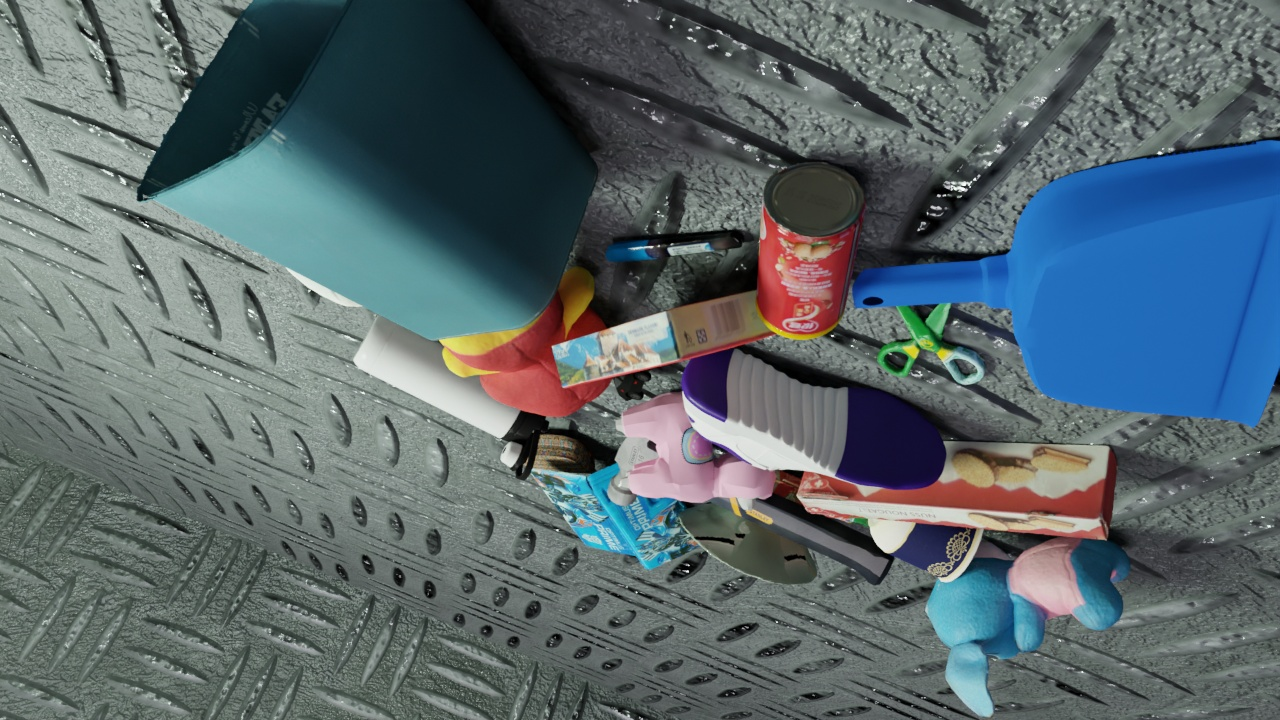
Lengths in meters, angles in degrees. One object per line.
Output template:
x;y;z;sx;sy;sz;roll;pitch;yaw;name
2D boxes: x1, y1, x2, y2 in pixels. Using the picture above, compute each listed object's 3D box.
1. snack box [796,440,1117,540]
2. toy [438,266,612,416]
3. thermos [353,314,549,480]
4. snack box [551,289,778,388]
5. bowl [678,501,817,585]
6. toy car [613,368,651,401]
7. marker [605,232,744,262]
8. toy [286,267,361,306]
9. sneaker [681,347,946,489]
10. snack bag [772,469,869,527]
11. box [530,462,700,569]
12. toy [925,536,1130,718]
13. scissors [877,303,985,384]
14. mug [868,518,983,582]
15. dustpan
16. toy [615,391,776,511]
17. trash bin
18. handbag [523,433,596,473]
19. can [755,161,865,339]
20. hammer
0.280;0.112;0.841;0.274;0.076;0.044;-1;142;37;snack box
-0.096;-0.015;0.812;0.147;0.098;0.216;-24;153;8;toy
-0.213;0.042;1.038;0.230;0.101;0.069;30;148;-17;thermos
0.028;-0.019;0.735;0.145;0.142;0.040;-15;91;48;snack box
0.137;0.187;1.071;0.174;0.068;0.174;21;-167;-5;bowl
-0.005;0.005;0.887;0.036;0.042;0.092;20;152;-1;toy car
0.026;-0.091;0.729;0.123;0.015;0.018;-1;148;32;marker
-0.263;-0.126;0.792;0.139;0.101;0.180;-1;129;16;toy
0.150;0.071;0.851;0.244;0.091;0.111;21;155;6;sneaker
0.208;0.161;1.025;0.155;0.044;0.087;19;166;-8;snack bag
-0.026;0.202;1.178;0.175;0.060;0.244;-10;144;12;box
0.370;0.236;0.890;0.192;0.223;0.099;-28;99;33;toy
0.234;-0.015;0.717;0.108;0.012;0.132;17;153;8;scissors
0.279;0.167;0.934;0.089;0.085;0.112;25;164;-1;mug
0.271;-0.037;0.604;0.258;0.059;0.246;-3;145;21;dustpan
0.058;0.093;0.928;0.157;0.123;0.067;-4;-177;6;toy
-0.164;-0.134;0.617;0.200;0.196;0.218;-4;149;42;trash bin
-0.081;0.152;1.202;0.094;0.043;0.196;-2;145;28;handbag
0.116;-0.073;0.639;0.067;0.066;0.124;15;151;13;can
0.118;0.158;0.989;0.312;0.035;0.140;25;124;12;hammer
